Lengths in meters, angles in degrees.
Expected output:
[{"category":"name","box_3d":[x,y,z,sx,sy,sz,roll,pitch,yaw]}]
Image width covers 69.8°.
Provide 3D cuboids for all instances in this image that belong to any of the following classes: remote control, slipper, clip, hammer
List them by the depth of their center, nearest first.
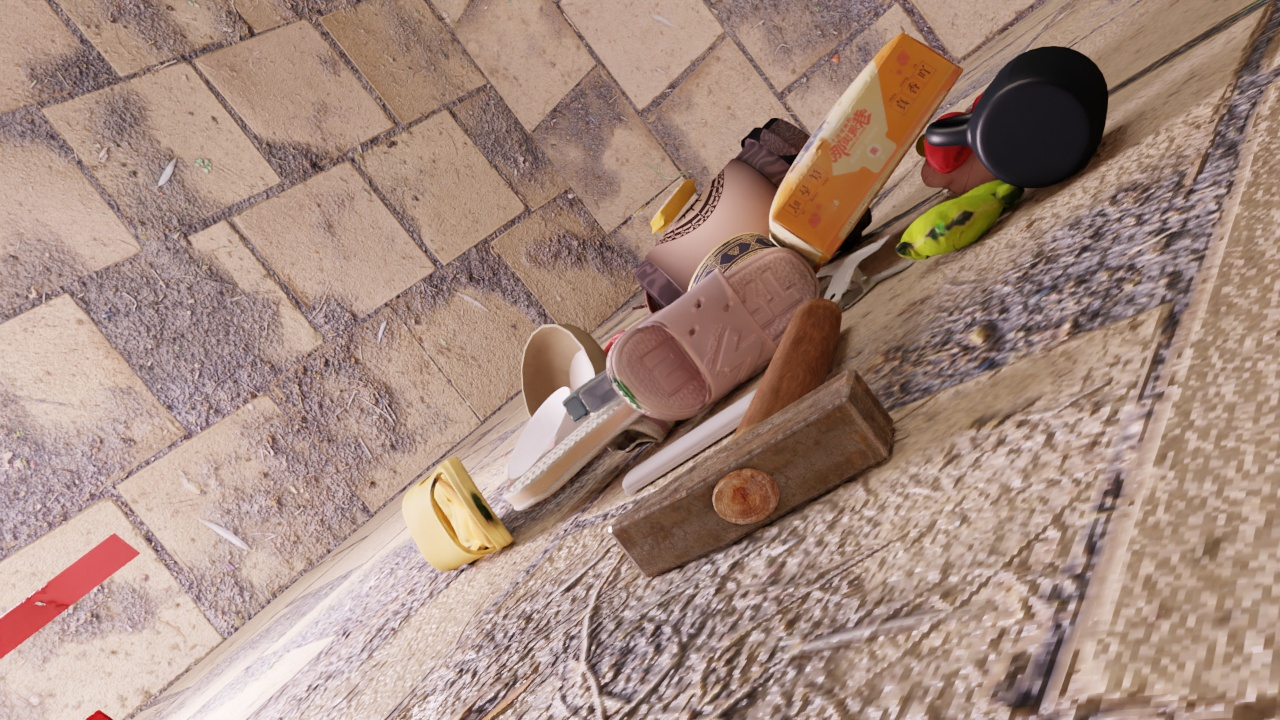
[{"category":"hammer","box_3d":[0.089,0.020,0.581,0.158,0.037,0.300,-35,6,27]},{"category":"remote control","box_3d":[0.039,0.061,0.688,0.131,0.012,0.033,-35,6,26]},{"category":"clip","box_3d":[0.184,-0.065,0.778,0.056,0.056,0.102,7,-13,-20]},{"category":"slipper","box_3d":[0.079,-0.031,0.785,0.238,0.094,0.065,-34,-1,-31]},{"category":"slipper","box_3d":[-0.011,0.059,0.827,0.262,0.052,0.115,-37,2,-33]},{"category":"clip","box_3d":[-0.014,0.010,0.847,0.162,0.028,0.113,-35,4,-38]},{"category":"slipper","box_3d":[-0.195,0.159,0.927,0.078,0.099,0.264,-30,-1,-19]}]

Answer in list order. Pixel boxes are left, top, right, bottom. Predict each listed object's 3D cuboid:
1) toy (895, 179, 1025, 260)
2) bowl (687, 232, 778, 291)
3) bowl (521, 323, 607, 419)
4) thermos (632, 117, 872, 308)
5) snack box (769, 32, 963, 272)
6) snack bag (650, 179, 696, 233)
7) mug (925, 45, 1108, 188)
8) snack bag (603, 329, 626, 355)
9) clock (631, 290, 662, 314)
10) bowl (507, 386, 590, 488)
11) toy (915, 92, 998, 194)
[{"category":"toy","box_3d":[0.237,-0.105,0.680,0.094,0.036,0.093,-27,5,29]},{"category":"bowl","box_3d":[0.108,-0.061,0.894,0.112,0.112,0.061,-39,50,-8]},{"category":"bowl","box_3d":[-0.074,0.030,1.049,0.050,0.152,0.153,-12,-12,-39]},{"category":"thermos","box_3d":[0.116,-0.129,1.014,0.226,0.172,0.172,-44,5,2]},{"category":"snack box","box_3d":[0.194,-0.187,0.848,0.195,0.080,0.145,-55,-6,5]},{"category":"snack bag","box_3d":[0.037,-0.170,1.010,0.026,0.020,0.099,-43,9,46]},{"category":"mug","box_3d":[0.269,-0.172,0.663,0.122,0.085,0.094,-1,26,29]},{"category":"snack bag","box_3d":[-0.015,0.006,1.118,0.082,0.082,0.176,-37,5,8]},{"category":"clock","box_3d":[0.075,-0.096,1.207,0.157,0.120,0.072,-46,-1,-4]},{"category":"bowl","box_3d":[-0.088,0.089,0.974,0.115,0.050,0.114,-48,20,23]},{"category":"toy","box_3d":[0.294,-0.196,0.816,0.124,0.097,0.131,-35,-18,4]}]
